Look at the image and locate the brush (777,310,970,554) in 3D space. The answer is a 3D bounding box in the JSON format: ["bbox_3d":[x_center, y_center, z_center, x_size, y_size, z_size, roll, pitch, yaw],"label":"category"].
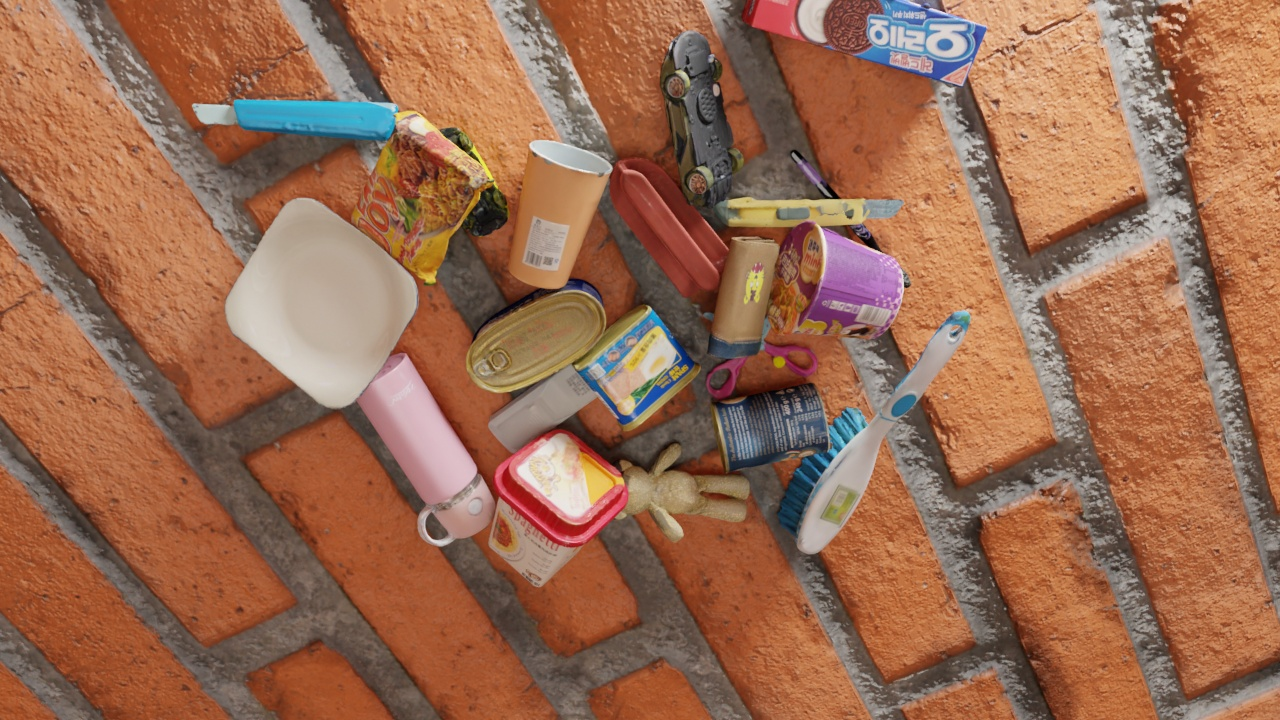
[{"bbox_3d":[0.235,0.072,0.940,0.060,0.109,0.315,22,109,-10],"label":"brush"}]

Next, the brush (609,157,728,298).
[{"bbox_3d":[0.025,-0.129,0.864,0.063,0.069,0.146,-37,110,9],"label":"brush"}]

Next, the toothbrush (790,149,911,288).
[{"bbox_3d":[0.210,-0.137,0.904,0.014,0.016,0.189,-44,107,7],"label":"toothbrush"}]

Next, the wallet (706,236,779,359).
[{"bbox_3d":[0.100,-0.061,0.887,0.033,0.090,0.115,16,104,27],"label":"wallet"}]

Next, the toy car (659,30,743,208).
[{"bbox_3d":[0.053,-0.217,0.835,0.042,0.070,0.158,4,117,37],"label":"toy car"}]

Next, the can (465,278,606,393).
[{"bbox_3d":[-0.103,-0.026,0.908,0.148,0.049,0.074,-29,111,8],"label":"can"}]

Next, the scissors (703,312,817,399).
[{"bbox_3d":[0.118,-0.011,0.950,0.133,0.017,0.134,31,107,-10],"label":"scissors"}]

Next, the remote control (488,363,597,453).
[{"bbox_3d":[-0.098,0.047,0.952,0.125,0.024,0.049,-36,111,10],"label":"remote control"}]

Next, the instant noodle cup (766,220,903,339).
[{"bbox_3d":[0.190,-0.070,0.887,0.099,0.111,0.112,10,111,-18],"label":"instant noodle cup"}]

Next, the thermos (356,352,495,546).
[{"bbox_3d":[-0.224,0.097,0.934,0.087,0.067,0.199,-38,115,-29],"label":"thermos"}]

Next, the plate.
[{"bbox_3d":[-0.298,-0.054,0.872,0.164,0.034,0.164,39,105,3],"label":"plate"}]

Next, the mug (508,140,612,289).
[{"bbox_3d":[-0.080,-0.133,0.855,0.078,0.078,0.123,14,114,-10],"label":"mug"}]

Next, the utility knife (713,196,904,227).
[{"bbox_3d":[0.162,-0.146,0.892,0.183,0.019,0.031,-3,116,-2],"label":"utility knife"}]

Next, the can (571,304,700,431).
[{"bbox_3d":[-0.005,0.005,0.916,0.102,0.057,0.083,-40,107,-5],"label":"can"}]

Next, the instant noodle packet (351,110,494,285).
[{"bbox_3d":[-0.204,-0.146,0.833,0.111,0.044,0.129,41,120,5],"label":"instant noodle packet"}]

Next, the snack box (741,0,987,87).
[{"bbox_3d":[0.198,-0.300,0.815,0.207,0.057,0.058,12,113,-9],"label":"snack box"}]

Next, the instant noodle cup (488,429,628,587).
[{"bbox_3d":[-0.092,0.155,0.938,0.116,0.116,0.124,38,130,13],"label":"instant noodle cup"}]

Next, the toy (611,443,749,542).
[{"bbox_3d":[0.043,0.143,0.987,0.157,0.066,0.105,6,79,-11],"label":"toy"}]

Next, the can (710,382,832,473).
[{"bbox_3d":[0.134,0.069,0.950,0.111,0.075,0.075,-12,112,0],"label":"can"}]

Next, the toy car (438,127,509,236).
[{"bbox_3d":[-0.161,-0.167,0.856,0.048,0.032,0.105,-28,100,16],"label":"toy car"}]

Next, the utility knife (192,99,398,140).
[{"bbox_3d":[-0.313,-0.220,0.831,0.182,0.018,0.034,2,97,-4],"label":"utility knife"}]
